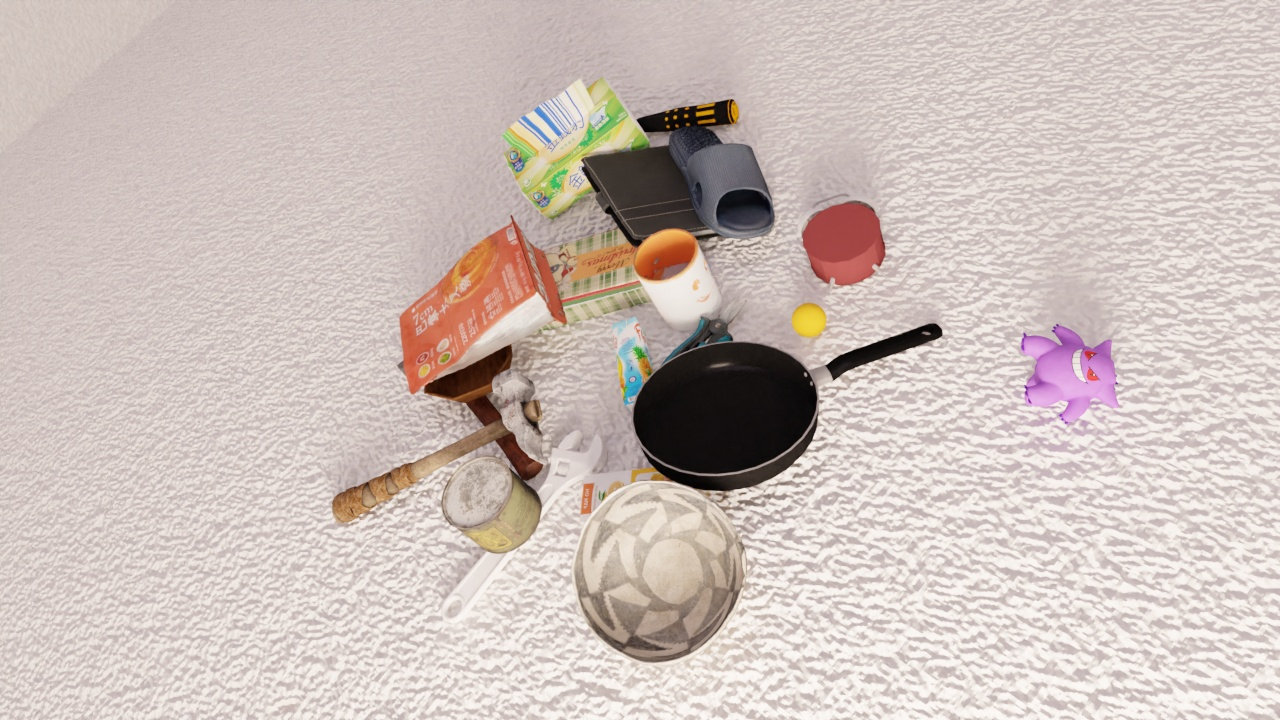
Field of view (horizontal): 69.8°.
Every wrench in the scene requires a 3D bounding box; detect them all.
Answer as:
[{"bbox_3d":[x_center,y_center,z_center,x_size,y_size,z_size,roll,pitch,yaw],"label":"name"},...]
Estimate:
[{"bbox_3d":[-0.136,0.191,1.068,0.066,0.018,0.273,29,74,37],"label":"wrench"}]

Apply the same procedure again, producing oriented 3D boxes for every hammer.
[{"bbox_3d":[-0.005,-0.351,1.381,0.321,0.036,0.123,0,60,28],"label":"hammer"},{"bbox_3d":[-0.255,0.126,1.132,0.319,0.049,0.121,-27,57,17],"label":"hammer"},{"bbox_3d":[-0.212,0.053,1.194,0.111,0.028,0.300,-42,50,-6],"label":"hammer"}]

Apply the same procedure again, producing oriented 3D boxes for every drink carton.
[{"bbox_3d":[-0.008,0.156,1.014,0.123,0.040,0.058,-9,54,20],"label":"drink carton"},{"bbox_3d":[-0.007,0.007,1.119,0.039,0.044,0.128,-19,53,12],"label":"drink carton"}]

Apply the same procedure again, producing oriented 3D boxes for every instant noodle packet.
[{"bbox_3d":[-0.222,-0.066,1.190,0.221,0.084,0.164,-31,46,8],"label":"instant noodle packet"}]

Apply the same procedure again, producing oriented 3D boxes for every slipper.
[{"bbox_3d":[0.109,-0.258,1.208,0.101,0.083,0.263,-5,43,-17],"label":"slipper"}]

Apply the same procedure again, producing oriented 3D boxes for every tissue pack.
[{"bbox_3d":[-0.108,-0.320,1.314,0.198,0.141,0.120,-40,55,7],"label":"tissue pack"}]

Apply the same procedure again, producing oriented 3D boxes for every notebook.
[{"bbox_3d":[0.024,-0.225,1.238,0.169,0.029,0.209,-12,43,-18],"label":"notebook"}]

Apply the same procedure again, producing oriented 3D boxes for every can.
[{"bbox_3d":[-0.168,0.165,1.041,0.090,0.074,0.089,-13,53,18],"label":"can"}]

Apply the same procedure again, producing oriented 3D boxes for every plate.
[{"bbox_3d":[-0.218,0.008,1.182,0.131,0.025,0.131,-14,44,14],"label":"plate"}]

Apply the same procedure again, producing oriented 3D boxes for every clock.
[{"bbox_3d":[0.243,-0.148,1.105,0.096,0.048,0.137,-17,51,14],"label":"clock"}]

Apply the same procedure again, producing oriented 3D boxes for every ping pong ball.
[{"bbox_3d":[0.195,-0.047,1.061,0.040,0.040,0.040,-13,53,17],"label":"ping pong ball"}]

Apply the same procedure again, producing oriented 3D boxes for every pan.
[{"bbox_3d":[0.164,0.034,1.007,0.355,0.044,0.204,-19,41,-4],"label":"pan"}]

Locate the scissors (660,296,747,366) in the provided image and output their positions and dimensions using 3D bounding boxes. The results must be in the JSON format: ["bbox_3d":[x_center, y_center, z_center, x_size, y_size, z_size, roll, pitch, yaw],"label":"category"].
[{"bbox_3d":[0.078,-0.015,1.107,0.126,0.019,0.144,-4,68,4],"label":"scissors"}]

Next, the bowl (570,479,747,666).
[{"bbox_3d":[0.025,0.213,0.927,0.179,0.081,0.178,-6,72,18],"label":"bowl"}]

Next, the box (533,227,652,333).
[{"bbox_3d":[-0.067,-0.115,1.231,0.206,0.050,0.117,-12,54,16],"label":"box"}]

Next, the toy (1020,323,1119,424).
[{"bbox_3d":[0.422,0.014,0.901,0.088,0.056,0.106,-3,66,20],"label":"toy"}]

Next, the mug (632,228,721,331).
[{"bbox_3d":[0.047,-0.098,1.126,0.082,0.105,0.082,-12,53,17],"label":"mug"}]
